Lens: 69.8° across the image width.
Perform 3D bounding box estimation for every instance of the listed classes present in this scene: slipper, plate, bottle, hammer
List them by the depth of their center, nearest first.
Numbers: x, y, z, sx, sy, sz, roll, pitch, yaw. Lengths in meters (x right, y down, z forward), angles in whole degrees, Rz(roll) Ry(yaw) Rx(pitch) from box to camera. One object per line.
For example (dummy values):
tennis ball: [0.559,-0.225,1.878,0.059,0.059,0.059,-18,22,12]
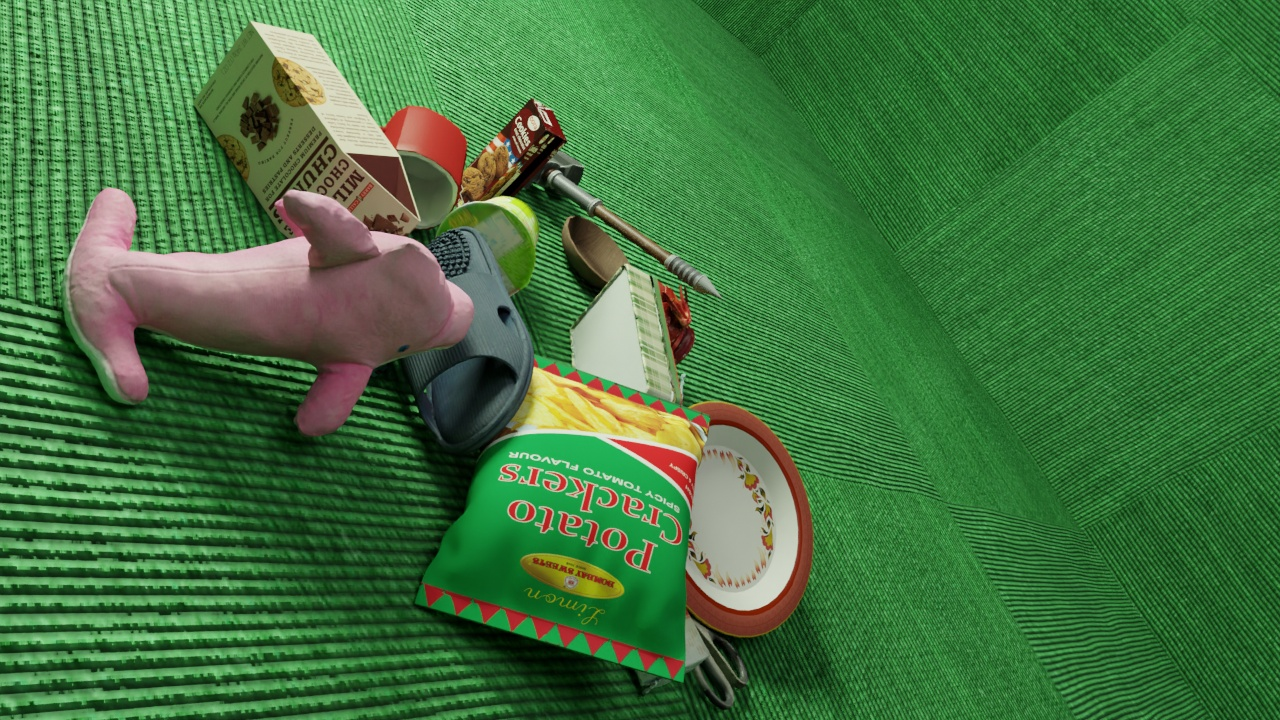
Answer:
slipper: [-0.158,-0.042,0.761,0.082,0.101,0.263,51,13,-44]
plate: [0.087,0.153,0.901,0.229,0.021,0.229,17,63,-37]
bottle: [0.011,-0.050,1.067,0.111,0.099,0.098,46,24,-30]
hammer: [-0.027,-0.166,1.114,0.322,0.043,0.155,38,20,20]

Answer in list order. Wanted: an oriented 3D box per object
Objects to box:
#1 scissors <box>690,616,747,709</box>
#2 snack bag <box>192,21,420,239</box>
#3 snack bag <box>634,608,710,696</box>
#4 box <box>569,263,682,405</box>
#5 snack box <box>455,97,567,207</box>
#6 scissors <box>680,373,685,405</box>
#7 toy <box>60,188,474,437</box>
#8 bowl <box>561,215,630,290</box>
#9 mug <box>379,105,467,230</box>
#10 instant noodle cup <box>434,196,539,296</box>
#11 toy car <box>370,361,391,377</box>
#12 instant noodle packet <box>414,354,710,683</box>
scissors: [0.045,0.235,0.834,0.132,0.013,0.169,25,32,-46]
snack bag: [-0.269,-0.166,0.768,0.206,0.095,0.069,54,25,8]
snack bag: [-0.019,0.167,0.788,0.077,0.041,0.225,8,46,-58]
box: [-0.018,0.004,0.924,0.050,0.118,0.205,26,32,-29]
snack box: [-0.143,-0.209,0.982,0.031,0.141,0.051,18,40,-49]
scissors: [0.042,0.094,0.949,0.171,0.021,0.172,49,44,-61]
toy: [-0.226,-0.054,0.605,0.265,0.128,0.186,0,61,-32]
bowl: [-0.059,-0.126,1.140,0.118,0.030,0.117,38,28,-25]
mug: [-0.231,-0.198,0.897,0.116,0.081,0.096,29,32,-25]
instant noodle cup: [-0.146,-0.121,0.926,0.099,0.099,0.107,44,18,-13]
toy car: [-0.234,-0.038,0.727,0.108,0.028,0.060,45,25,-10]
instant noodle packet: [-0.044,0.106,0.718,0.195,0.091,0.252,19,45,-9]
